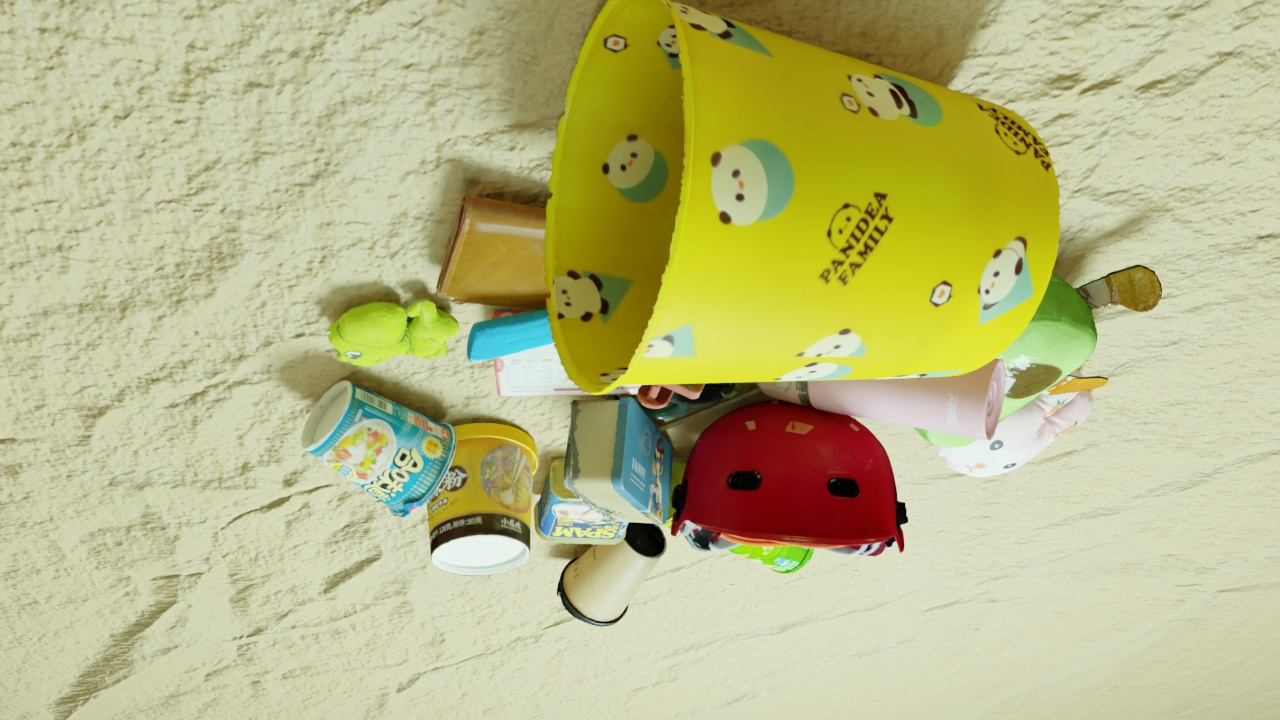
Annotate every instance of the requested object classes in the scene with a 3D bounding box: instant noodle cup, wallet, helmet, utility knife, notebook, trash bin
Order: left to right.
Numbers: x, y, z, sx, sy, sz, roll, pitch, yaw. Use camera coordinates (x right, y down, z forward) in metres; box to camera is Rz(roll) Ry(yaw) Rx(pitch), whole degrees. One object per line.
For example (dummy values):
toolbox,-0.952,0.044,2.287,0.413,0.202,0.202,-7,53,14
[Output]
instant noodle cup,-0.239,0.074,0.828,0.099,0.099,0.110,-31,128,29
instant noodle cup,-0.157,0.139,0.894,0.118,0.114,0.119,-5,145,-4
wallet,-0.084,-0.070,0.701,0.130,0.035,0.119,5,146,-24
utility knife,-0.032,-0.036,0.734,0.217,0.018,0.034,-13,131,-16
notebook,0.131,0.094,0.967,0.148,0.008,0.207,-24,139,21
helmet,0.134,0.103,0.830,0.207,0.143,0.240,2,167,7
trash bin,0.093,-0.087,0.569,0.255,0.229,0.230,4,141,-22

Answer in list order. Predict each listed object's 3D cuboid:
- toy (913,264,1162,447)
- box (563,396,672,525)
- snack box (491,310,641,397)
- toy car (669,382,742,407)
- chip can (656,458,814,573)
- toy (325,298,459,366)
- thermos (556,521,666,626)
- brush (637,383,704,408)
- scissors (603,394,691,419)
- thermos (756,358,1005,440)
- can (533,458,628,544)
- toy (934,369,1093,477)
toy,0.314,-0.007,0.797,0.227,0.089,0.247,16,134,-12
box,-0.019,0.095,0.850,0.061,0.089,0.184,-1,161,14
snack box,-0.046,-0.006,0.780,0.156,0.027,0.077,-1,130,-1
toy car,0.083,-0.016,0.759,0.158,0.042,0.070,-41,138,24
chip can,0.102,0.174,0.999,0.221,0.072,0.073,28,131,-36
toy,-0.205,-0.023,0.752,0.100,0.031,0.097,12,139,-28
thermos,-0.032,0.245,1.079,0.093,0.093,0.144,16,129,-26
brush,0.036,-0.028,0.691,0.063,0.145,0.069,25,135,5
scissors,-0.004,0.000,0.821,0.180,0.019,0.144,27,132,-32
thermos,0.193,0.007,0.760,0.199,0.067,0.087,12,117,33
can,-0.056,0.149,0.973,0.102,0.057,0.083,5,139,-15
toy,0.380,0.066,0.933,0.160,0.054,0.121,-33,136,19
